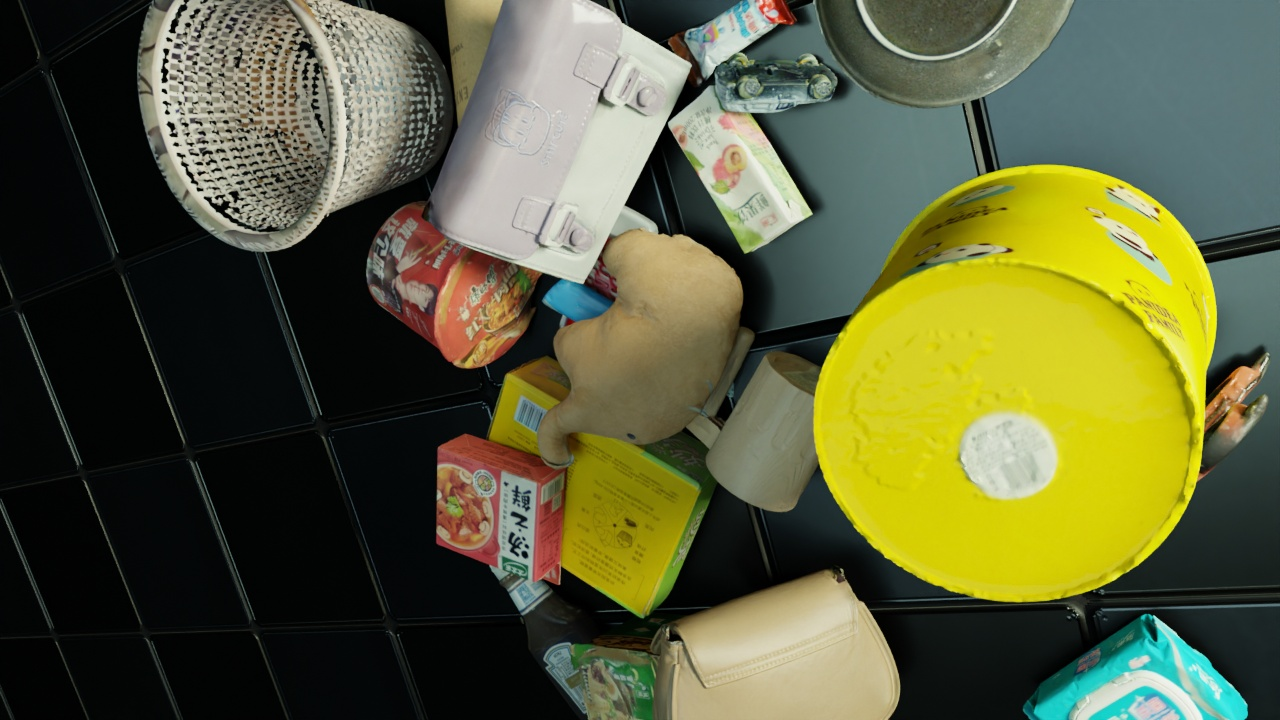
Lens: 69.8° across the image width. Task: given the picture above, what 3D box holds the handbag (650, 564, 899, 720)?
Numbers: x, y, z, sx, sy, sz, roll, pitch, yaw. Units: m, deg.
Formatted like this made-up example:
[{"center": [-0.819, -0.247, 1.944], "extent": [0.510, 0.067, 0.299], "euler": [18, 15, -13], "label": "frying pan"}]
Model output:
[{"center": [0.104, 0.261, 0.759], "extent": [0.100, 0.204, 0.148], "euler": [-170, 68, -70], "label": "handbag"}]

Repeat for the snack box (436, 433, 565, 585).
[{"center": [-0.129, 0.144, 0.838], "extent": [0.113, 0.044, 0.127], "euler": [14, 113, 24], "label": "snack box"}]

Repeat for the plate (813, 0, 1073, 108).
[{"center": [0.204, -0.265, 0.628], "extent": [0.180, 0.024, 0.179], "euler": [8, 109, 25], "label": "plate"}]

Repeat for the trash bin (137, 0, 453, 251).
[{"center": [-0.278, -0.222, 0.796], "extent": [0.228, 0.191, 0.228], "euler": [9, 110, 26], "label": "trash bin"}]

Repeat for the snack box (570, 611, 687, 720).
[{"center": [0.017, 0.296, 0.856], "extent": [0.118, 0.105, 0.118], "euler": [-3, 103, 31], "label": "snack box"}]

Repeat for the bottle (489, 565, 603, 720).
[{"center": [-0.084, 0.277, 0.939], "extent": [0.080, 0.043, 0.195], "euler": [-41, 84, 31], "label": "bottle"}]

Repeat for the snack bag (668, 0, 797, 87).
[{"center": [0.072, -0.253, 0.700], "extent": [0.106, 0.026, 0.045], "euler": [-25, 96, 34], "label": "snack bag"}]

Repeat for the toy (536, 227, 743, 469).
[{"center": [-0.004, 0.004, 0.753], "extent": [0.143, 0.082, 0.226], "euler": [31, 94, 22], "label": "toy"}]

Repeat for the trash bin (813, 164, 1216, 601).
[{"center": [0.231, 0.005, 0.564], "extent": [0.230, 0.254, 0.230], "euler": [8, 108, 25], "label": "trash bin"}]

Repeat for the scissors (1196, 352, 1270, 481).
[{"center": [0.340, 0.080, 0.603], "extent": [0.015, 0.189, 0.227], "euler": [40, 98, 20], "label": "scissors"}]

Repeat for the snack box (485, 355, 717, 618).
[{"center": [-0.044, 0.114, 0.851], "extent": [0.210, 0.069, 0.158], "euler": [28, 117, 17], "label": "snack box"}]

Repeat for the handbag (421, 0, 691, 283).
[{"center": [-0.066, -0.171, 0.704], "extent": [0.098, 0.144, 0.197], "euler": [41, 111, 44], "label": "handbag"}]

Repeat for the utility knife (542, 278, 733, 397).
[{"center": [0.001, -0.019, 0.800], "extent": [0.187, 0.018, 0.034], "euler": [30, 114, 2], "label": "utility knife"}]

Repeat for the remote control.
[{"center": [-0.030, -0.071, 0.815], "extent": [0.056, 0.020, 0.136], "euler": [32, 118, 17], "label": "remote control"}]

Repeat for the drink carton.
[{"center": [0.078, -0.150, 0.717], "extent": [0.054, 0.045, 0.122], "euler": [-33, 87, 41], "label": "drink carton"}]

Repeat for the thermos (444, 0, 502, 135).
[{"center": [-0.121, -0.244, 0.773], "extent": [0.093, 0.092, 0.143], "euler": [-11, 93, 30], "label": "thermos"}]

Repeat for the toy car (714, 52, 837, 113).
[{"center": [0.099, -0.203, 0.675], "extent": [0.090, 0.042, 0.034], "euler": [-5, 131, -9], "label": "toy car"}]

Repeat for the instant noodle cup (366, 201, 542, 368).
[{"center": [-0.172, -0.076, 0.828], "extent": [0.109, 0.137, 0.138], "euler": [26, 116, 25], "label": "instant noodle cup"}]

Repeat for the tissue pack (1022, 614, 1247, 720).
[{"center": [0.368, 0.262, 0.690], "extent": [0.093, 0.050, 0.134], "euler": [44, 121, 9], "label": "tissue pack"}]

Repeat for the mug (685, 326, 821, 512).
[{"center": [0.100, 0.045, 0.752], "extent": [0.124, 0.084, 0.104], "euler": [43, 117, 36], "label": "mug"}]
